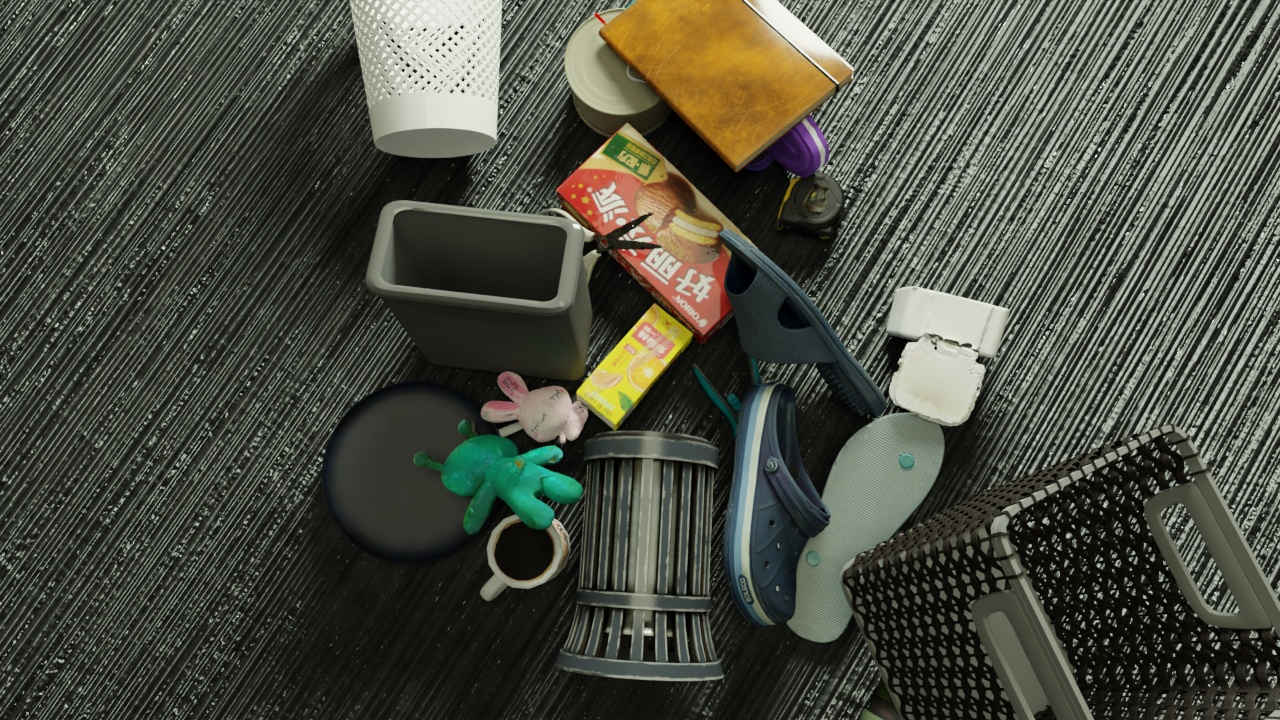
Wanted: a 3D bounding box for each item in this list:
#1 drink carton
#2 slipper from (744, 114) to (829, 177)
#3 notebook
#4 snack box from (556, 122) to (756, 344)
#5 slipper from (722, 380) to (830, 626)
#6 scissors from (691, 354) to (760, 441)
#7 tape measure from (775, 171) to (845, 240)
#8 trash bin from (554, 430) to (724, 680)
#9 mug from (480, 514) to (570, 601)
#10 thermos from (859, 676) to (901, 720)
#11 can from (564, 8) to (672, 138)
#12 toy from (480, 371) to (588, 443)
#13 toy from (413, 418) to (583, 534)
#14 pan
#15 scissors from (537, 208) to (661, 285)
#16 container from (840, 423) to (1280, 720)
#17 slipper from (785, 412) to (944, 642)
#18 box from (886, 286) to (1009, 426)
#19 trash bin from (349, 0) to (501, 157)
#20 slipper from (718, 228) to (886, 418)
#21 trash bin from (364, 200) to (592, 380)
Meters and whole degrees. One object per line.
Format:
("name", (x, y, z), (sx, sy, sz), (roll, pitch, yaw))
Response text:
("drink carton", (-0.006, 0.006, 1.006), (0.058, 0.043, 0.134), (40, 78, 8))
("slipper", (0.092, -0.291, 1.026), (0.084, 0.107, 0.266), (-34, 75, -6))
("notebook", (0.089, -0.338, 0.982), (0.178, 0.014, 0.249), (-39, 70, -4))
("snack box", (0.027, -0.141, 1.026), (0.113, 0.060, 0.236), (-44, 82, -4))
("slipper", (0.143, 0.145, 0.934), (0.095, 0.105, 0.252), (-1, 82, 24))
("scissors", (0.114, 0.046, 1.013), (0.156, 0.019, 0.124), (29, 84, 5))
("tape measure", (0.194, -0.175, 1.036), (0.071, 0.042, 0.072), (13, 79, 7))
("trash bin", (0.006, 0.193, 0.924), (0.164, 0.164, 0.227), (3, 77, 2))
("mug", (-0.125, 0.208, 0.957), (0.073, 0.089, 0.105), (43, 84, 8))
("thermos", (0.241, 0.423, 0.915), (0.082, 0.082, 0.231), (22, 81, 5))
("can", (-0.020, -0.326, 1.052), (0.128, 0.073, 0.127), (0, 80, 2))
("toy", (-0.113, 0.052, 0.991), (0.110, 0.047, 0.063), (17, 77, 6))
("toy", (-0.144, 0.114, 0.938), (0.194, 0.072, 0.130), (18, 45, 40))
("pan", (-0.175, 0.091, 1.015), (0.356, 0.021, 0.198), (-23, 80, -5))
("scissors", (-0.054, -0.121, 1.005), (0.158, 0.012, 0.162), (33, 121, 18))
("container", (0.366, 0.232, 0.823), (0.245, 0.244, 0.247), (-19, 79, -27))
("slipper", (0.228, 0.170, 0.979), (0.098, 0.054, 0.269), (29, 94, 9))
("box", (0.314, -0.001, 0.965), (0.108, 0.128, 0.137), (12, 95, 3))
("trash bin", (-0.233, -0.339, 1.016), (0.195, 0.195, 0.199), (-4, 90, 1))
("slipper", (0.153, -0.020, 0.951), (0.082, 0.101, 0.263), (-42, 108, 1))
("trash bin", (-0.149, -0.062, 0.932), (0.192, 0.220, 0.097), (7, 72, 3))
